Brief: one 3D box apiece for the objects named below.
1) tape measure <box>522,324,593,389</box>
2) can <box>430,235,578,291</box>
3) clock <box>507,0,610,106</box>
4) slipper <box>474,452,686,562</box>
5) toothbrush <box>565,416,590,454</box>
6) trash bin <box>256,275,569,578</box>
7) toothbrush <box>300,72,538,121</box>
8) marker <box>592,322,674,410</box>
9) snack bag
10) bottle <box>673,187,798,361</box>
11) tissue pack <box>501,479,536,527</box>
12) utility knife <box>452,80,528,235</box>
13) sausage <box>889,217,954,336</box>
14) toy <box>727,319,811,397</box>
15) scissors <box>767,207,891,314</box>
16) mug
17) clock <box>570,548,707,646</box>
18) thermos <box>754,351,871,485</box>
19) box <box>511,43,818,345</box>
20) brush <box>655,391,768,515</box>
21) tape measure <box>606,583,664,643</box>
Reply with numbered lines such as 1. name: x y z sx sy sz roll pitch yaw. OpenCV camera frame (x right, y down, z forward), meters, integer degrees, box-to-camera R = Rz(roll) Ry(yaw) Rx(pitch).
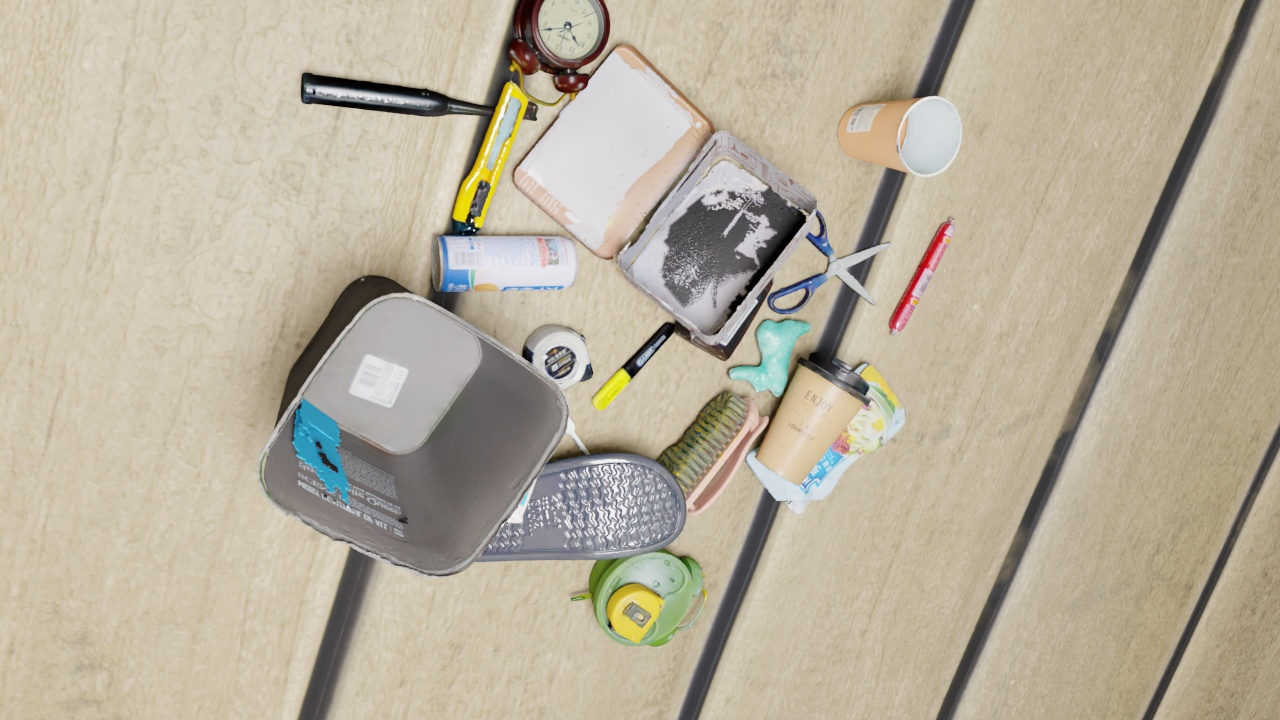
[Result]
1. tape measure: -0.086 -0.003 0.942 0.065 0.033 0.066 -20 115 -18
2. can: -0.130 -0.094 0.884 0.134 0.053 0.053 -3 107 -22
3. clock: -0.075 -0.294 0.842 0.082 0.055 0.122 20 95 -27
4. slipper: -0.087 0.151 0.972 0.268 0.083 0.111 -5 96 -3
5. toothbrush: -0.046 0.124 1.009 0.016 0.016 0.180 -34 118 -7
6. trash bin: -0.208 0.038 0.800 0.199 0.220 0.198 35 90 -28
7. toothbrush: -0.194 -0.234 0.830 0.212 0.026 0.027 -1 124 -25
8. marker: -0.006 0.006 0.987 0.124 0.015 0.018 -47 122 -5
9. snack bag: 0.225 0.096 1.098 0.191 0.039 0.110 -40 118 -4
10. bottle: 0.111 -0.098 0.987 0.079 0.044 0.195 28 93 -37
11. tissue pack: -0.140 0.095 0.891 0.063 0.090 0.139 40 58 -40
12. utility knife: -0.142 -0.185 0.860 0.033 0.015 0.155 12 110 -36
13. sausage: 0.335 -0.099 1.091 0.020 0.020 0.156 24 96 -27
14. toy: 0.146 -0.002 1.039 0.096 0.030 0.092 1 103 -20
15. scissors: 0.211 -0.109 1.041 0.175 0.012 0.162 -33 115 -10
16. mug: 0.264 -0.237 0.961 0.078 0.123 0.078 -7 108 -21
17. clock: 0.010 0.267 1.051 0.161 0.056 0.116 30 94 -27
18. thermos: 0.191 0.065 1.032 0.093 0.093 0.143 30 94 -27
19. box: 0.027 -0.160 0.909 0.272 0.106 0.178 39 89 -5
20. brush: 0.081 0.102 1.027 0.073 0.063 0.145 41 87 -23
21. tape measure: -0.007 0.274 0.998 0.057 0.029 0.060 36 90 -26
